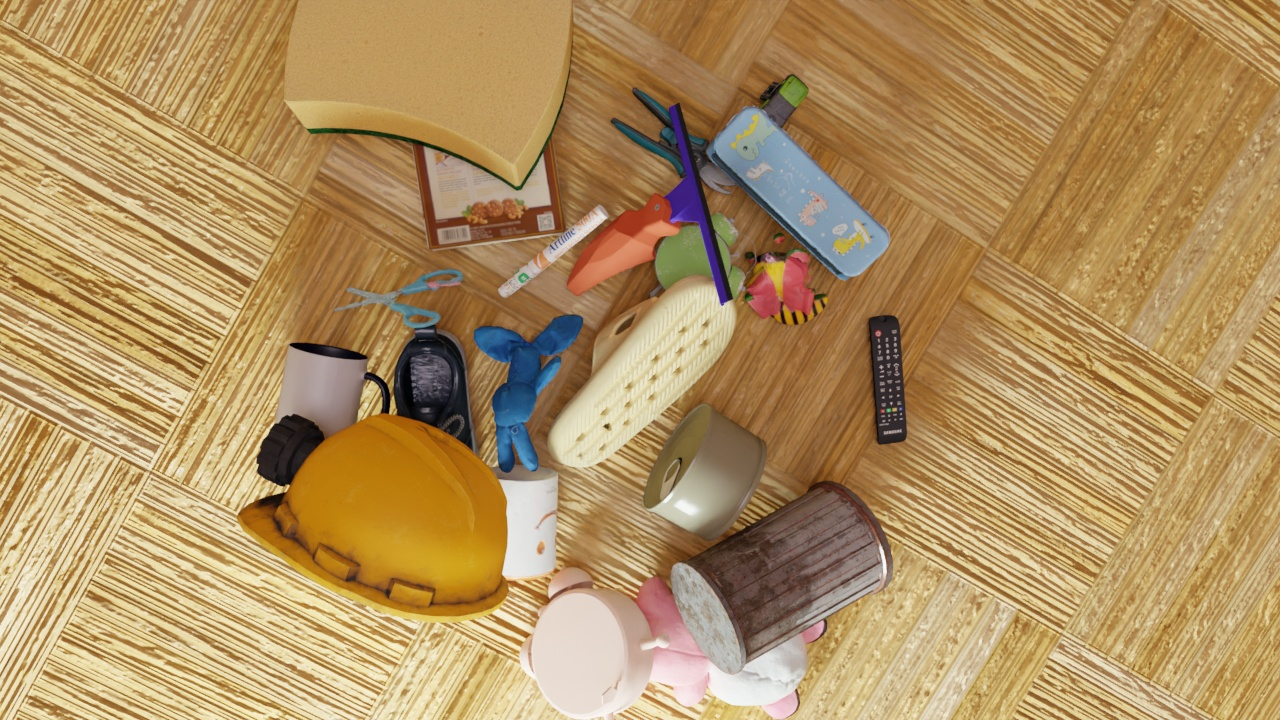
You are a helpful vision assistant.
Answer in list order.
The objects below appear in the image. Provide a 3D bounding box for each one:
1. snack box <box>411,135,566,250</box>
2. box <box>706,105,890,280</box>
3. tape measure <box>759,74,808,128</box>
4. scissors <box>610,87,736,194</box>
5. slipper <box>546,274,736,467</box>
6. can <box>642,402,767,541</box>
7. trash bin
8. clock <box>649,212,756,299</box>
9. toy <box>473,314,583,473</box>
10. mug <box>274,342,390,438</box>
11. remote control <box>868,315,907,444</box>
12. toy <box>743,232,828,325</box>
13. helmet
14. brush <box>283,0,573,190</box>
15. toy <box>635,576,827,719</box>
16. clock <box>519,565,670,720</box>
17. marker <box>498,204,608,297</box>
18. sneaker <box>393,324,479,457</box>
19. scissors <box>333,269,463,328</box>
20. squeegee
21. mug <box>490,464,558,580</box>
[{"bbox_3d":[-0.157,-0.194,0.948,0.143,0.041,0.147,-8,98,-4],"label":"snack box"},{"bbox_3d":[0.168,-0.178,0.953,0.210,0.072,0.079,41,124,-8],"label":"box"},{"bbox_3d":[0.144,-0.270,0.960,0.036,0.058,0.065,39,94,-8],"label":"tape measure"},{"bbox_3d":[0.037,-0.233,0.974,0.131,0.019,0.149,-9,97,-4],"label":"scissors"},{"bbox_3d":[-0.006,0.006,0.972,0.111,0.079,0.262,30,109,-39],"label":"slipper"},{"bbox_3d":[0.067,0.118,0.965,0.073,0.128,0.128,31,93,-10],"label":"can"},{"bbox_3d":[0.153,0.220,0.957,0.210,0.131,0.131,-23,99,-23],"label":"trash bin"},{"bbox_3d":[0.063,-0.104,0.973,0.119,0.042,0.094,-11,99,5],"label":"clock"},{"bbox_3d":[-0.128,0.027,0.957,0.113,0.071,0.176,2,72,19],"label":"toy"},{"bbox_3d":[-0.312,0.041,0.940,0.112,0.078,0.097,13,95,2],"label":"mug"},{"bbox_3d":[0.277,0.023,1.030,0.033,0.015,0.147,-7,97,-5],"label":"remote control"},{"bbox_3d":[0.155,-0.080,0.989,0.084,0.046,0.103,-34,108,17],"label":"toy"},{"bbox_3d":[-0.222,0.121,0.839,0.255,0.205,0.131,22,98,11],"label":"helmet"},{"bbox_3d":[-0.196,-0.293,0.883,0.250,0.075,0.195,15,82,-1],"label":"brush"},{"bbox_3d":[0.090,0.320,1.013,0.213,0.084,0.142,15,91,-6],"label":"toy"},{"bbox_3d":[-0.060,0.306,0.967,0.086,0.160,0.131,20,96,-46],"label":"clock"},{"bbox_3d":[-0.092,-0.111,0.951,0.146,0.017,0.017,-36,99,22],"label":"marker"},{"bbox_3d":[-0.216,0.078,0.952,0.089,0.087,0.235,-2,98,-5],"label":"sneaker"},{"bbox_3d":[-0.245,-0.057,0.935,0.138,0.119,0.015,-19,130,-6],"label":"scissors"},{"bbox_3d":[-0.011,-0.121,0.930,0.055,0.249,0.185,18,139,-40],"label":"squeegee"},{"bbox_3d":[-0.130,0.170,0.975,0.082,0.082,0.105,2,95,-6],"label":"mug"}]
